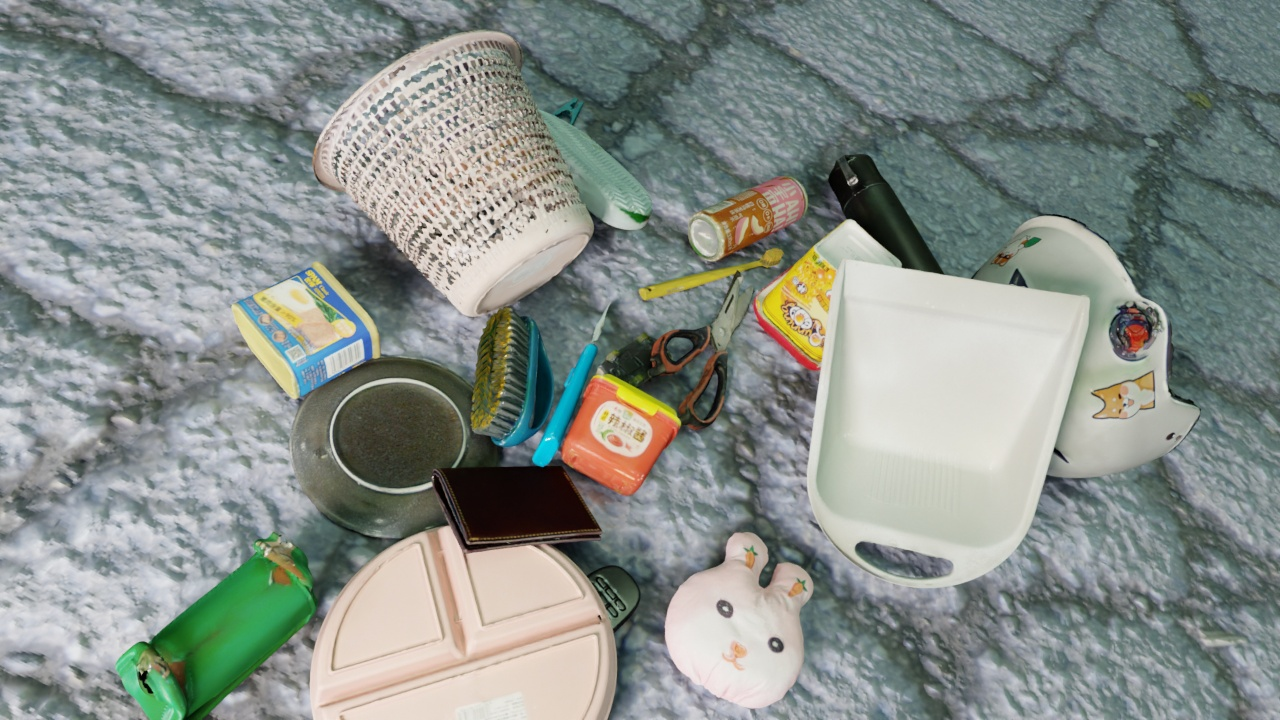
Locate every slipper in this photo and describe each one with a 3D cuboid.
[{"bbox_3d":[-0.083,-0.201,0.977,0.103,0.074,0.245,-5,40,-48],"label":"slipper"}]

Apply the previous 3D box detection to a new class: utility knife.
[{"bbox_3d":[-0.057,0.012,0.869,0.018,0.034,0.215,27,45,-6],"label":"utility knife"}]

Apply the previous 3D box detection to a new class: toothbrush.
[{"bbox_3d":[0.082,-0.096,1.007,0.189,0.017,0.015,-17,65,-28],"label":"toothbrush"}]

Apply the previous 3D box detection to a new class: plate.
[{"bbox_3d":[-0.130,0.224,0.691,0.229,0.028,0.229,5,55,-7],"label":"plate"},{"bbox_3d":[-0.208,0.067,0.791,0.179,0.024,0.179,9,56,-14],"label":"plate"}]

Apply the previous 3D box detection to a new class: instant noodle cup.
[{"bbox_3d":[0.201,-0.072,0.967,0.116,0.124,0.115,44,54,12],"label":"instant noodle cup"}]

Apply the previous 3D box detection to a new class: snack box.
[{"bbox_3d":[-0.021,0.070,0.826,0.091,0.082,0.080,29,66,1],"label":"snack box"}]

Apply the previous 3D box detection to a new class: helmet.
[{"bbox_3d":[0.409,0.007,0.936,0.156,0.230,0.274,-30,103,-9],"label":"helmet"}]

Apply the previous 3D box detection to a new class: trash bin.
[{"bbox_3d":[-0.155,-0.158,0.858,0.226,0.228,0.192,-33,85,-34],"label":"trash bin"}]

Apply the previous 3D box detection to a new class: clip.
[{"bbox_3d":[-0.084,-0.291,1.080,0.038,0.013,0.055,29,52,0],"label":"clip"}]

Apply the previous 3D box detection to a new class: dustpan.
[{"bbox_3d":[0.265,0.069,0.837,0.223,0.258,0.142,11,35,13],"label":"dustpan"}]

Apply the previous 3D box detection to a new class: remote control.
[{"bbox_3d":[-0.058,0.218,0.743,0.136,0.024,0.053,-32,72,-31],"label":"remote control"}]

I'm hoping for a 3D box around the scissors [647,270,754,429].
[{"bbox_3d":[0.068,-0.025,0.937,0.204,0.015,0.202,10,66,-42],"label":"scissors"}]

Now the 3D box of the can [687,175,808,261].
[{"bbox_3d":[0.123,-0.163,1.040,0.147,0.058,0.058,-28,71,-32],"label":"can"}]

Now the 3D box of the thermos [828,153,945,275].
[{"bbox_3d":[0.290,-0.136,1.071,0.090,0.069,0.242,19,42,-53],"label":"thermos"}]

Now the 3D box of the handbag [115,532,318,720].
[{"bbox_3d":[-0.286,0.181,0.627,0.068,0.120,0.131,44,52,5],"label":"handbag"}]

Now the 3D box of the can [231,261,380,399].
[{"bbox_3d":[-0.291,-0.026,0.799,0.083,0.057,0.102,-33,66,-31],"label":"can"}]

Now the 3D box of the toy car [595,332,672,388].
[{"bbox_3d":[-0.005,0.005,0.897,0.042,0.035,0.090,47,44,10],"label":"toy car"}]

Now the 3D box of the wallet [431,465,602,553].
[{"bbox_3d":[-0.102,0.120,0.761,0.122,0.020,0.096,2,32,-33],"label":"wallet"}]

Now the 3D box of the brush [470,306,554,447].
[{"bbox_3d":[-0.112,0.019,0.838,0.073,0.055,0.143,32,39,-32],"label":"brush"}]

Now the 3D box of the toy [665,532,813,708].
[{"bbox_3d":[0.089,0.216,0.783,0.121,0.054,0.159,33,45,3],"label":"toy"}]
